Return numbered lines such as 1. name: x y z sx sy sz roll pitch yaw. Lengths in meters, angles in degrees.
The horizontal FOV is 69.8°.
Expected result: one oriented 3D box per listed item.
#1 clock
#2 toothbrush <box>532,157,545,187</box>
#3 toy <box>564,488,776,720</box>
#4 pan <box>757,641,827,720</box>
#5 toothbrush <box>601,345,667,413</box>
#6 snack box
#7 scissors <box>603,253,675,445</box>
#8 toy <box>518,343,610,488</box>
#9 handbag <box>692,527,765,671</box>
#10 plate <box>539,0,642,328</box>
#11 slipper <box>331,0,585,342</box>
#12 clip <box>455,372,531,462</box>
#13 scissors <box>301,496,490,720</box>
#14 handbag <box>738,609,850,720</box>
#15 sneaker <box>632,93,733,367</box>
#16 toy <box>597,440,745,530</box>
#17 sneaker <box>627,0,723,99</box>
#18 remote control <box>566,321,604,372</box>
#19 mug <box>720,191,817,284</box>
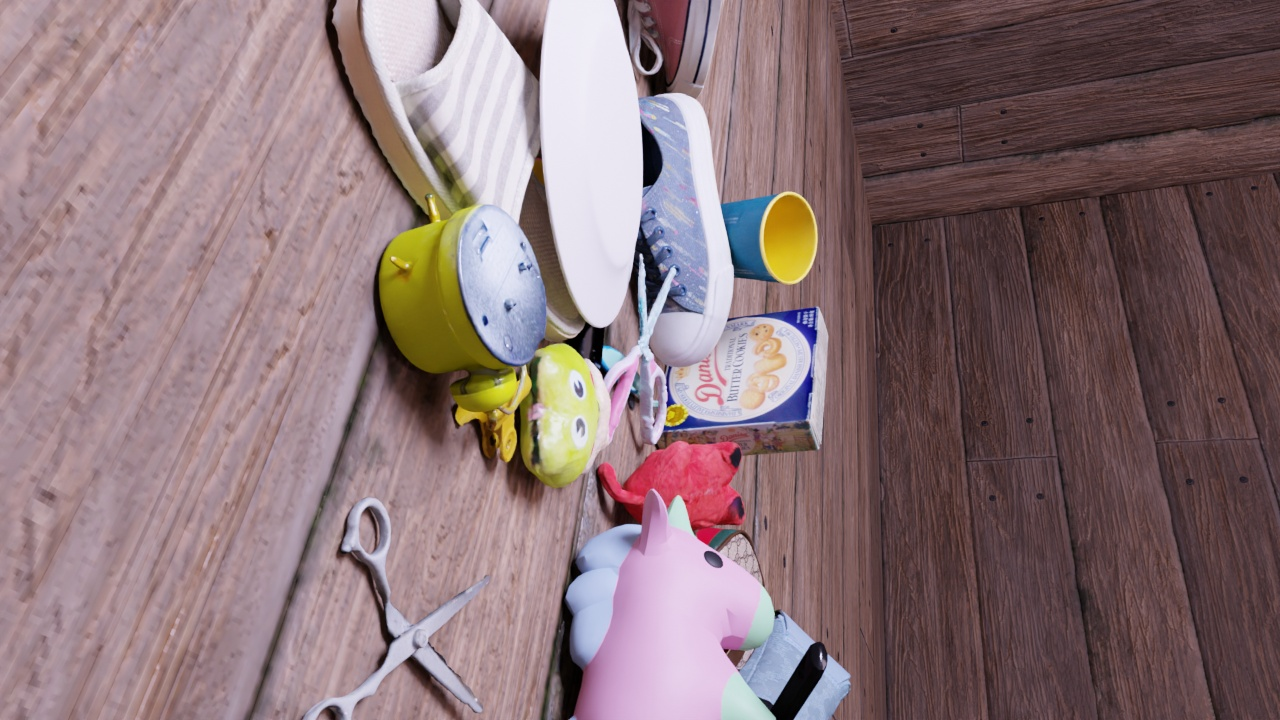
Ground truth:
1. clock: -0.083 -0.024 0.471 0.083 0.057 0.119 -76 148 -48
2. toothbrush: -0.053 -0.123 0.655 0.135 0.016 0.021 7 92 -71
3. toy: 0.002 0.201 0.594 0.221 0.171 0.120 -39 165 -33
4. pan: 0.086 0.308 0.662 0.203 0.044 0.357 -76 -179 -49
5. toothbrush: -0.006 0.019 0.751 0.135 0.017 0.022 49 51 -59
6. snack box: 0.094 0.021 0.839 0.144 0.145 0.043 -76 151 -43
7. scissors: 0.002 0.006 0.728 0.169 0.014 0.170 63 42 -55
8. toy: -0.045 0.037 0.595 0.117 0.043 0.092 26 59 -70
9. handbag: 0.063 0.227 0.837 0.138 0.063 0.167 -62 144 -42
10. plate: -0.022 -0.143 0.619 0.242 0.016 0.242 1 89 -78
11. slipper: -0.080 -0.109 0.528 0.273 0.054 0.114 62 34 -49
12. clip: -0.079 0.033 0.523 0.048 0.045 0.054 53 26 -11
13. scissors: -0.113 0.135 0.419 0.174 0.014 0.142 -54 132 -60
14. handbag: 0.130 0.352 0.921 0.122 0.119 0.191 43 37 0
15. sneaker: 0.020 -0.110 0.773 0.079 0.088 0.235 -7 94 -47
16. toy: 0.010 0.105 0.730 0.132 0.094 0.088 7 86 -42
17. sneaker: 0.030 -0.321 0.842 0.241 0.088 0.118 103 0 -74
18. remote control: -0.034 -0.061 0.670 0.041 0.020 0.151 30 64 -67
19. mug: 0.085 -0.107 0.818 0.078 0.122 0.078 -5 98 -44
